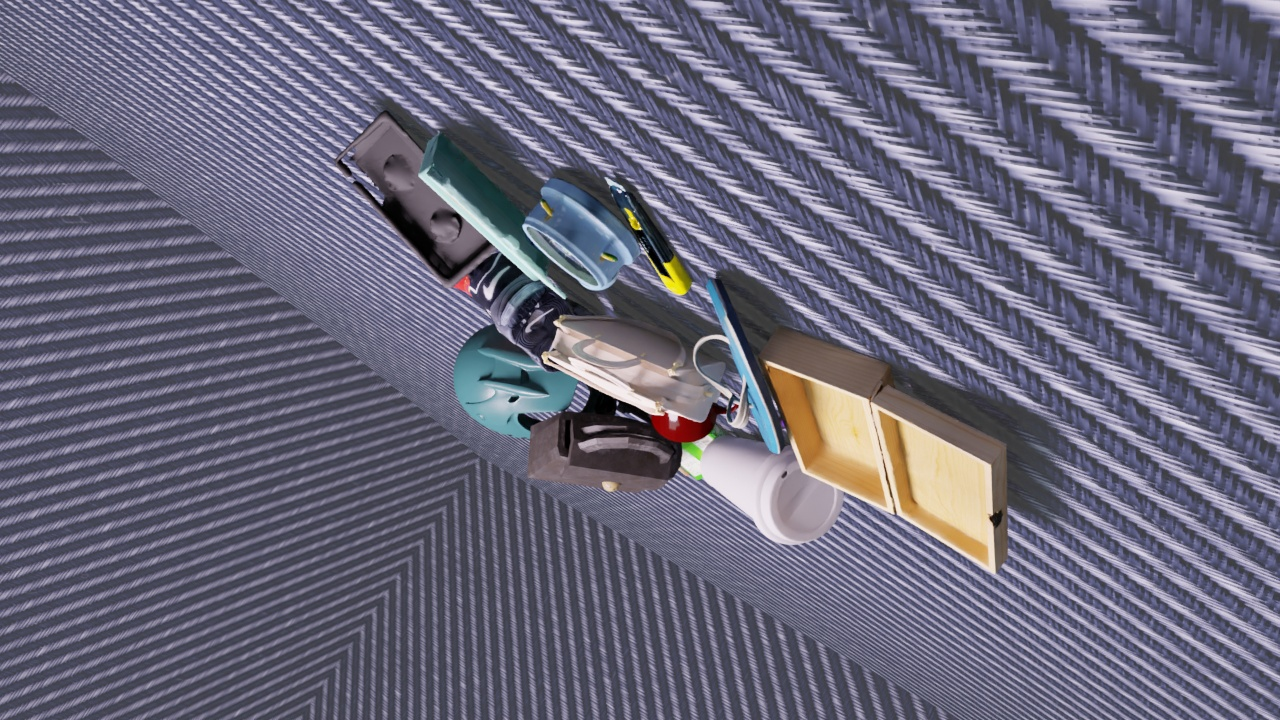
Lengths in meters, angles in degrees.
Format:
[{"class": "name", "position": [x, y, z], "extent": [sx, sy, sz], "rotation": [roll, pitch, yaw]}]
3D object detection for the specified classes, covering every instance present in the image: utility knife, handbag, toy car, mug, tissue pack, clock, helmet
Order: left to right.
[{"class": "toy car", "position": [-0.245, -0.186, 1.049], "extent": [0.191, 0.094, 0.071], "rotation": [48, -161, -13]}, {"class": "helmet", "position": [-0.168, 0.029, 1.419], "extent": [0.275, 0.176, 0.200], "rotation": [7, 158, 32]}, {"class": "clock", "position": [-0.063, -0.123, 0.929], "extent": [0.118, 0.060, 0.162], "rotation": [38, 172, -1]}, {"class": "handbag", "position": [-0.037, 0.135, 1.310], "extent": [0.197, 0.102, 0.200], "rotation": [11, 157, -23]}, {"class": "handbag", "position": [-0.021, 0.004, 1.067], "extent": [0.195, 0.101, 0.197], "rotation": [23, -173, 24]}, {"class": "toy car", "position": [0.004, 0.062, 1.379], "extent": [0.081, 0.056, 0.189], "rotation": [30, 169, 12]}, {"class": "utility knife", "position": [0.008, -0.120, 0.892], "extent": [0.029, 0.020, 0.172], "rotation": [19, 158, 37]}, {"class": "mug", "position": [0.071, 0.047, 1.186], "extent": [0.114, 0.086, 0.089], "rotation": [5, 138, 3]}, {"class": "tissue pack", "position": [0.094, 0.138, 1.403], "extent": [0.100, 0.034, 0.114], "rotation": [-21, 132, 34]}]

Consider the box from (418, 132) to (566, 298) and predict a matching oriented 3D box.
[{"class": "box", "position": [-0.156, -0.148, 0.984], "extent": [0.187, 0.052, 0.138], "rotation": [43, -160, -34]}]

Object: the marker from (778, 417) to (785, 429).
[{"class": "marker", "position": [0.181, 0.079, 1.159], "extent": [0.018, 0.015, 0.134], "rotation": [7, 169, -13]}]

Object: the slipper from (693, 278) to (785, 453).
[{"class": "slipper", "position": [0.101, 0.024, 0.982], "extent": [0.118, 0.060, 0.295], "rotation": [65, -178, 36]}]

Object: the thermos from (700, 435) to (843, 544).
[{"class": "thermos", "position": [0.168, 0.163, 1.259], "extent": [0.131, 0.131, 0.222], "rotation": [39, 171, -22]}]

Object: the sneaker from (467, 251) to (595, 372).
[{"class": "sneaker", "position": [-0.147, -0.074, 1.173], "extent": [0.151, 0.097, 0.252], "rotation": [44, -177, 19]}]

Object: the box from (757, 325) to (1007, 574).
[{"class": "box", "position": [0.253, 0.096, 0.936], "extent": [0.253, 0.068, 0.247], "rotation": [34, 165, 37]}]

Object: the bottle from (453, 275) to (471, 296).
[{"class": "bottle", "position": [-0.214, -0.105, 1.318], "extent": [0.134, 0.048, 0.071], "rotation": [27, 165, 22]}]
